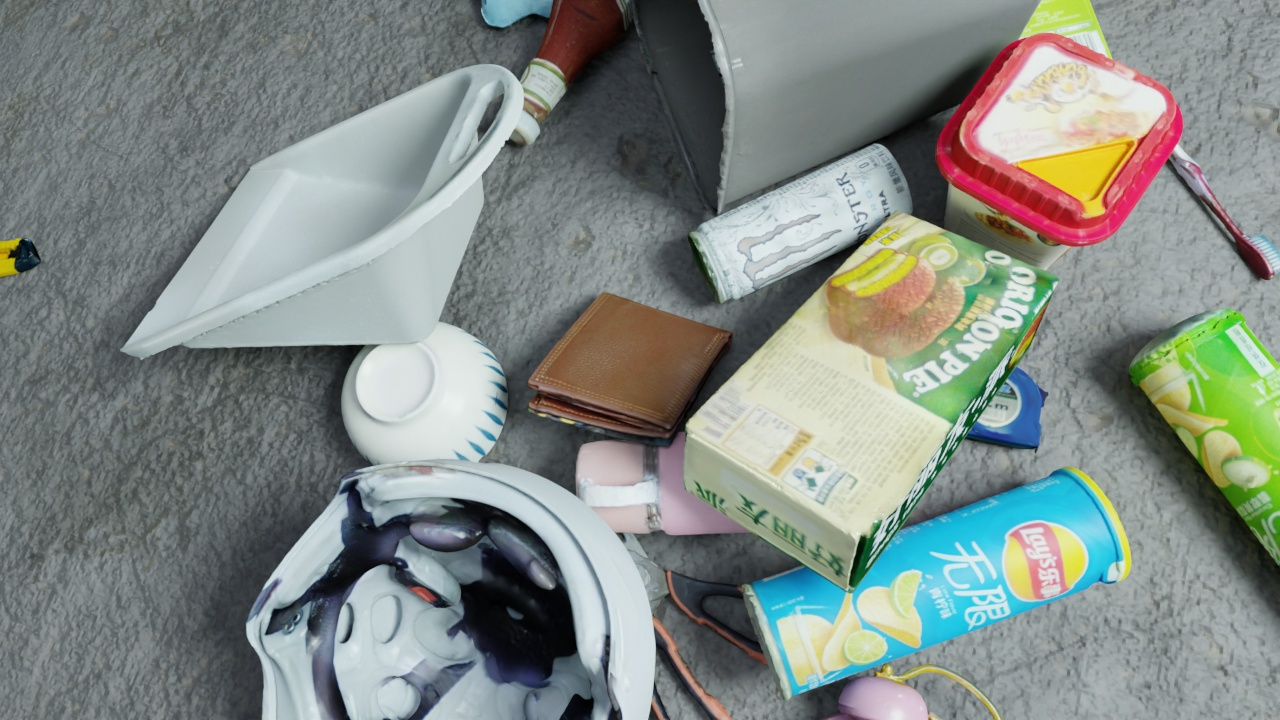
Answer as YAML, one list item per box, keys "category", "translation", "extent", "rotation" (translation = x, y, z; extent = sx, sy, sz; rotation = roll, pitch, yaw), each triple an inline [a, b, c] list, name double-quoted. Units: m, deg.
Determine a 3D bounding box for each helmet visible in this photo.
- category: "helmet"
  translation: [-0.096, 0.175, 0.536]
  extent: [0.229, 0.145, 0.259]
  rotation: [28, 105, 19]

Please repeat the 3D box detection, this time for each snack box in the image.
- category: "snack box"
  translation: [0.279, -0.262, 0.676]
  extent: [0.086, 0.026, 0.156]
  rotation: [-13, 72, 5]
- category: "snack box"
  translation: [0.139, 0.011, 0.540]
  extent: [0.114, 0.063, 0.239]
  rotation: [30, 54, 26]

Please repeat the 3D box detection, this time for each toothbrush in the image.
- category: "toothbrush"
  translation: [0.376, -0.135, 0.627]
  extent: [0.017, 0.016, 0.187]
  rotation: [-23, 71, -7]

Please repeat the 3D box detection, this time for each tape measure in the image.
- category: "tape measure"
  translation: [0.231, 0.029, 0.595]
  extent: [0.058, 0.025, 0.054]
  rotation: [12, 73, 8]

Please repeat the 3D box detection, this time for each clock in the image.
- category: "clock"
  translation: [0.143, 0.248, 0.523]
  extent: [0.117, 0.060, 0.158]
  rotation: [38, 80, 17]

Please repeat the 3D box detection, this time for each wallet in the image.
- category: "wallet"
  translation: [-0.004, 0.004, 0.611]
  extent: [0.101, 0.032, 0.124]
  rotation: [16, 40, 17]

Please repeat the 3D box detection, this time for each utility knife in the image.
- category: "utility knife"
  translation: [-0.602, -0.077, 0.768]
  extent: [0.218, 0.015, 0.033]
  rotation: [-6, 70, 8]

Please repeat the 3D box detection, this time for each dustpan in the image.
- category: "dustpan"
  translation: [-0.202, -0.118, 0.619]
  extent: [0.258, 0.143, 0.222]
  rotation: [5, 46, 4]

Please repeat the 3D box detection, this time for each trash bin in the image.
- category: "trash bin"
  translation: [0.120, -0.240, 0.618]
  extent: [0.219, 0.199, 0.199]
  rotation: [-18, 73, -5]

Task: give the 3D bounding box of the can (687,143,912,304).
- category: "can"
  translation: [0.109, -0.094, 0.635]
  extent: [0.147, 0.058, 0.058]
  rotation: [-25, 71, 1]

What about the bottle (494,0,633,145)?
- category: "bottle"
  translation: [-0.047, -0.259, 0.712]
  extent: [0.060, 0.060, 0.206]
  rotation: [27, 80, 16]

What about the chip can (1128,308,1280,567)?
- category: "chip can"
  translation: [0.379, 0.071, 0.533]
  extent: [0.072, 0.072, 0.221]
  rotation: [-29, 71, -1]

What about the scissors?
- category: "scissors"
  translation: [0.018, 0.151, 0.598]
  extent: [0.213, 0.015, 0.197]
  rotation: [2, 74, 11]

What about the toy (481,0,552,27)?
- category: "toy"
  translation: [-0.088, -0.359, 0.754]
  extent: [0.156, 0.050, 0.161]
  rotation: [-34, 78, -2]

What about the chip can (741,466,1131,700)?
- category: "chip can"
  translation: [0.170, 0.131, 0.540]
  extent: [0.210, 0.071, 0.071]
  rotation: [-20, 71, -2]

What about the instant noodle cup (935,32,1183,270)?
- category: "instant noodle cup"
  translation: [0.254, -0.121, 0.585]
  extent: [0.116, 0.124, 0.116]
  rotation: [35, 82, 17]

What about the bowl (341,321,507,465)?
- category: "bowl"
  translation: [-0.157, 0.023, 0.638]
  extent: [0.116, 0.066, 0.116]
  rotation: [-3, 72, 8]

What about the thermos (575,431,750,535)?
- category: "thermos"
  translation: [0.059, 0.076, 0.570]
  extent: [0.198, 0.087, 0.067]
  rotation: [-2, 89, 4]
